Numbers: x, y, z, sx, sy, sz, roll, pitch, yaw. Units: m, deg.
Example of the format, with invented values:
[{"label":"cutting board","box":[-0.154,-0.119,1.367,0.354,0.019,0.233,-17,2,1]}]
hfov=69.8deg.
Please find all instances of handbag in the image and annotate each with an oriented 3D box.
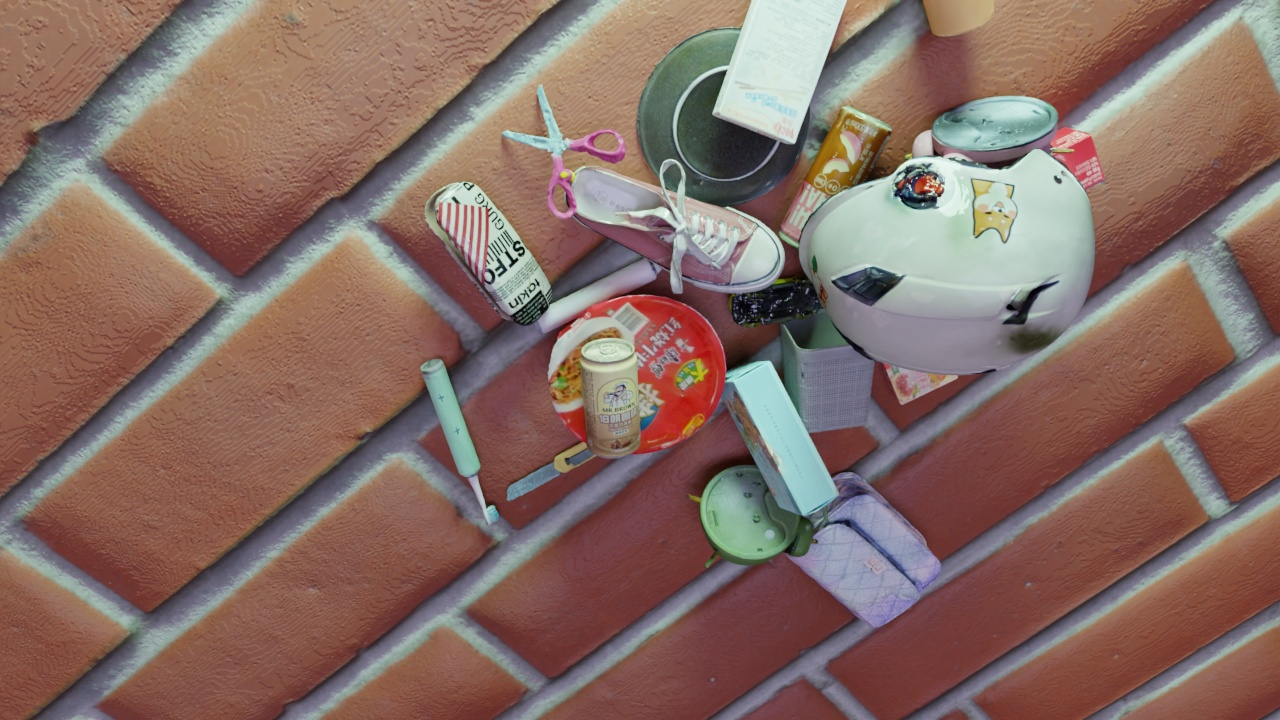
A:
[{"label":"handbag","box":[0.277,0.240,1.153,0.134,0.075,0.194,-43,113,13]}]

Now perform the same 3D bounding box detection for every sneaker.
[{"label":"sneaker","box":[0.038,-0.130,0.918,0.241,0.088,0.118,22,97,-10]}]

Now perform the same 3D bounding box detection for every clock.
[{"label":"clock","box":[0.143,0.184,1.088,0.161,0.116,0.056,-10,153,-6]},{"label":"clock","box":[0.337,-0.208,0.922,0.158,0.117,0.060,-17,126,0]}]

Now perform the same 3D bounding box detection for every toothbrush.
[{"label":"toothbrush","box":[-0.014,-0.086,0.983,0.221,0.026,0.026,-26,93,5]},{"label":"toothbrush","box":[-0.204,0.100,1.048,0.027,0.026,0.225,-24,119,-20]}]

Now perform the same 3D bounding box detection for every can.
[{"label":"can","box":[0.199,-0.184,0.946,0.058,0.057,0.147,20,111,-16]},{"label":"can","box":[-0.031,0.040,0.951,0.058,0.058,0.116,-5,117,-5]}]

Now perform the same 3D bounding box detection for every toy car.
[{"label":"toy car","box":[0.149,-0.067,1.011,0.105,0.032,0.048,-9,116,-8]}]

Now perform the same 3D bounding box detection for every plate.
[{"label":"plate","box":[0.087,-0.239,0.923,0.179,0.024,0.180,-3,116,-7]}]

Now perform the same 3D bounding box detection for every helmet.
[{"label":"helmet","box":[0.297,-0.069,0.875,0.274,0.156,0.230,-5,145,5]}]

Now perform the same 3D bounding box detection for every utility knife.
[{"label":"utility knife","box":[-0.065,0.108,1.081,0.221,0.022,0.031,-27,110,11]}]

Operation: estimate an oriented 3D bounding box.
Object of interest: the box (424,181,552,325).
[{"label":"box","box":[-0.157,-0.110,0.946,0.075,0.083,0.163,-50,116,-24]}]

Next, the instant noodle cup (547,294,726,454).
[{"label":"instant noodle cup","box":[-0.006,0.006,1.008,0.194,0.065,0.194,-3,117,-6]}]

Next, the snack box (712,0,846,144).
[{"label":"snack box","box":[0.135,-0.297,0.881,0.084,0.027,0.157,17,99,-16]}]

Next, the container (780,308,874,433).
[{"label":"container","box":[0.208,0.013,1.027,0.090,0.090,0.114,-7,119,-4]}]

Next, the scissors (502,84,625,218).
[{"label":"scissors","box":[-0.072,-0.208,0.891,0.130,0.017,0.133,-17,88,20]}]

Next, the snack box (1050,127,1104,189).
[{"label":"snack box","box":[0.379,-0.172,0.977,0.207,0.057,0.058,-27,113,6]}]

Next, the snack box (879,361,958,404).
[{"label":"snack box","box":[0.305,-0.027,1.054,0.075,0.025,0.153,-26,116,6]}]

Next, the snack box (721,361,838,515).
[{"label":"snack box","box":[0.150,0.086,1.025,0.051,0.074,0.175,-28,94,-12]}]

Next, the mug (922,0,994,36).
[{"label":"mug","box":[0.291,-0.374,0.860,0.078,0.078,0.123,-22,122,3]}]
